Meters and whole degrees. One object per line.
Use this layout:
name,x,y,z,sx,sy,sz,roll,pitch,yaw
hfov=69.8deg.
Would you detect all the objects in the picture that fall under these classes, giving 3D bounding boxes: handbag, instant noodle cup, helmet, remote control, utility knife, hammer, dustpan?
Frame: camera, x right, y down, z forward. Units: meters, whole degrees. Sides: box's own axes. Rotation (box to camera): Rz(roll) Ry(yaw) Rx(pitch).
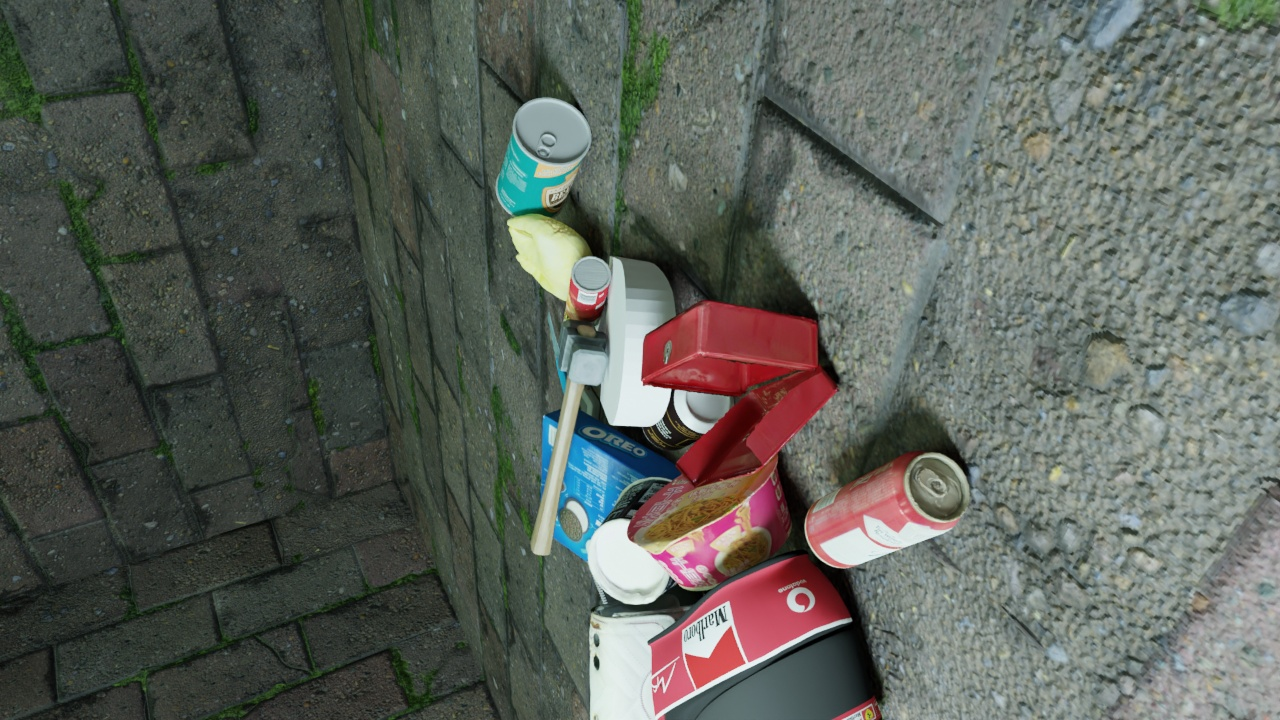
handbag,0.009,0.387,1.089,0.096,0.141,0.198,-1,91,61
instant noodle cup,0.081,0.168,0.956,0.078,0.178,0.179,60,159,-10
helmet,0.126,0.344,0.917,0.224,0.197,0.272,64,147,22
remote control,-0.093,0.094,1.460,0.074,0.019,0.151,55,151,36
utility knife,-0.117,0.033,1.436,0.031,0.015,0.225,-9,97,65
hammer,-0.102,0.109,1.201,0.117,0.051,0.323,-118,38,-65
instant noodle cup,0.005,0.221,1.098,0.137,0.112,0.137,5,103,24
dustpan,-0.006,-0.021,1.084,0.257,0.053,0.191,-128,41,-79

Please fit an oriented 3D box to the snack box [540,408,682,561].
snack box,-0.044,0.196,1.266,0.239,0.056,0.196,26,123,38

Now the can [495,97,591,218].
can,-0.130,-0.261,1.209,0.099,0.099,0.144,68,156,14

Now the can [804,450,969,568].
can,0.201,0.127,0.767,0.067,0.067,0.171,67,156,15

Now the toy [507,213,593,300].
toy,-0.114,-0.135,1.270,0.155,0.064,0.171,30,159,14

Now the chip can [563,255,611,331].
chip can,-0.075,-0.071,1.228,0.215,0.051,0.051,112,137,-69

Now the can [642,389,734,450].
can,0.052,0.059,1.049,0.072,0.071,0.129,70,157,8

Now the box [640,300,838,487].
box,0.082,0.011,0.869,0.156,0.146,0.158,54,156,-1

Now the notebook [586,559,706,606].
notebook,0.027,0.341,1.209,0.149,0.016,0.207,-11,108,27
